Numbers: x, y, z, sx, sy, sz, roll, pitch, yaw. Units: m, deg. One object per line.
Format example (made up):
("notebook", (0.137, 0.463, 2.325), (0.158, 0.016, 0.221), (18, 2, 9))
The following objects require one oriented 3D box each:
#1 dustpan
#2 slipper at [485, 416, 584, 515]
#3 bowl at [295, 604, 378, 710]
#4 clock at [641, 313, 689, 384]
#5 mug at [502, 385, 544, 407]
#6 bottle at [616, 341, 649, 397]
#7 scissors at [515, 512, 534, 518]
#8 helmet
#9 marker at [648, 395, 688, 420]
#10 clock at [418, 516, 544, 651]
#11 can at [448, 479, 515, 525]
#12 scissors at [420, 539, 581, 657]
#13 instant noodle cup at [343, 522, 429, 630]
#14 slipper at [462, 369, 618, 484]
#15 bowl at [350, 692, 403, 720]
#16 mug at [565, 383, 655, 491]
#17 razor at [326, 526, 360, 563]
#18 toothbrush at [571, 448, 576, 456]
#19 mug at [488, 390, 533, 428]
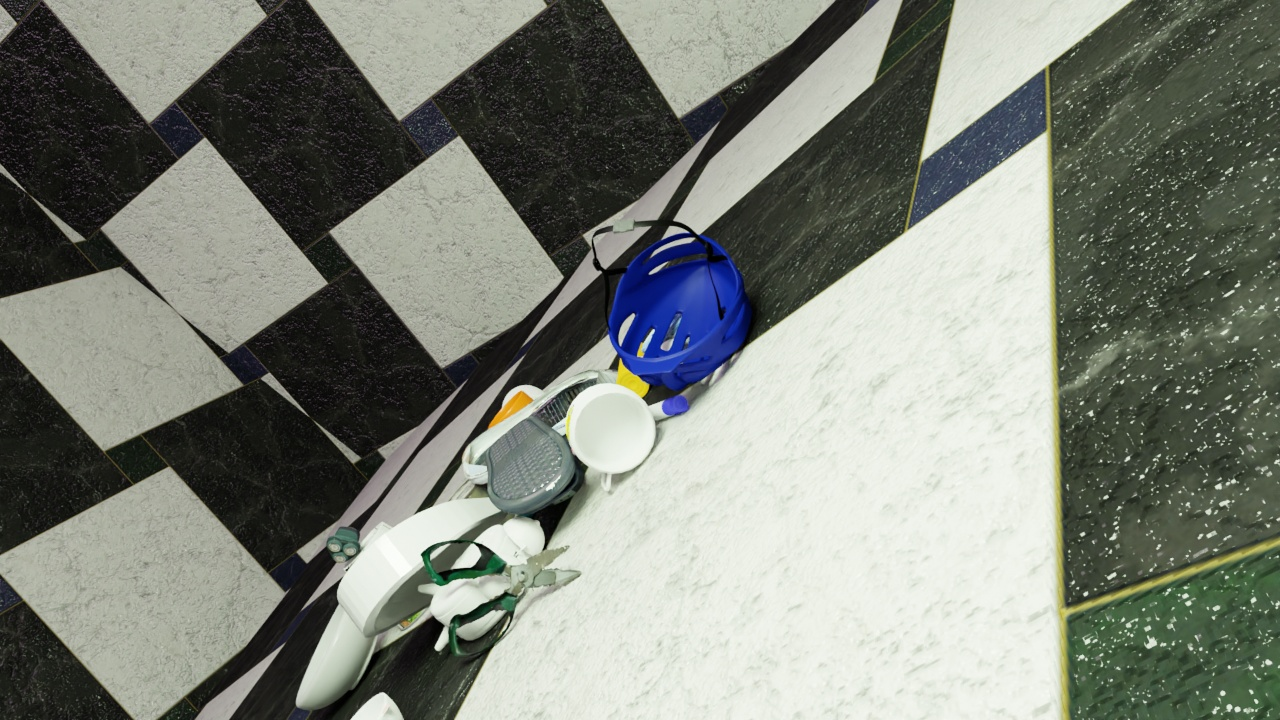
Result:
("dustpan", (-0.255, 0.259, 1.135), (0.192, 0.053, 0.257), (-50, -21, 10))
("slipper", (-0.126, 0.141, 1.116), (0.110, 0.083, 0.268), (-40, 17, -7))
("bowl", (-0.427, 0.423, 1.325), (0.177, 0.066, 0.176), (-56, 16, 25))
("clock", (0.040, -0.019, 1.137), (0.089, 0.052, 0.125), (-30, 22, 54))
("mug", (-0.191, 0.100, 1.525), (0.114, 0.081, 0.088), (-57, 19, -7))
("bottle", (-0.007, 0.007, 1.241), (0.043, 0.043, 0.143), (-45, 12, 16))
("scissors", (-0.161, 0.219, 1.179), (0.126, 0.019, 0.155), (-50, 10, -18))
("helmet", (0.031, -0.086, 0.988), (0.148, 0.228, 0.240), (-5, 41, 22))
("marker", (0.015, 0.061, 1.051), (0.020, 0.020, 0.142), (-54, 12, -24))
("clock", (-0.183, 0.245, 1.040), (0.161, 0.073, 0.125), (-41, 14, 31))
("can", (-0.227, 0.213, 1.299), (0.090, 0.074, 0.089), (-44, 13, 12))
("scissors", (-0.137, 0.247, 0.936), (0.210, 0.137, 0.015), (-9, -4, 30))
("instant noodle cup", (-0.360, 0.309, 1.349), (0.124, 0.122, 0.123), (-46, 12, 12))
("slipper", (-0.124, 0.097, 1.280), (0.264, 0.063, 0.111), (-30, 34, -2))
("bowl", (-0.278, 0.403, 0.934), (0.115, 0.050, 0.114), (-46, 12, 12))
("mug", (-0.034, 0.084, 1.003), (0.068, 0.094, 0.115), (-155, 69, -79))
("razor", (-0.434, 0.265, 1.356), (0.143, 0.047, 0.052), (176, 110, -77))
("toothbrush", (-0.079, 0.116, 1.219), (0.135, 0.016, 0.021), (-39, 13, 35))
("mug", (-0.176, 0.112, 1.381), (0.113, 0.096, 0.077), (-38, 16, 41))
